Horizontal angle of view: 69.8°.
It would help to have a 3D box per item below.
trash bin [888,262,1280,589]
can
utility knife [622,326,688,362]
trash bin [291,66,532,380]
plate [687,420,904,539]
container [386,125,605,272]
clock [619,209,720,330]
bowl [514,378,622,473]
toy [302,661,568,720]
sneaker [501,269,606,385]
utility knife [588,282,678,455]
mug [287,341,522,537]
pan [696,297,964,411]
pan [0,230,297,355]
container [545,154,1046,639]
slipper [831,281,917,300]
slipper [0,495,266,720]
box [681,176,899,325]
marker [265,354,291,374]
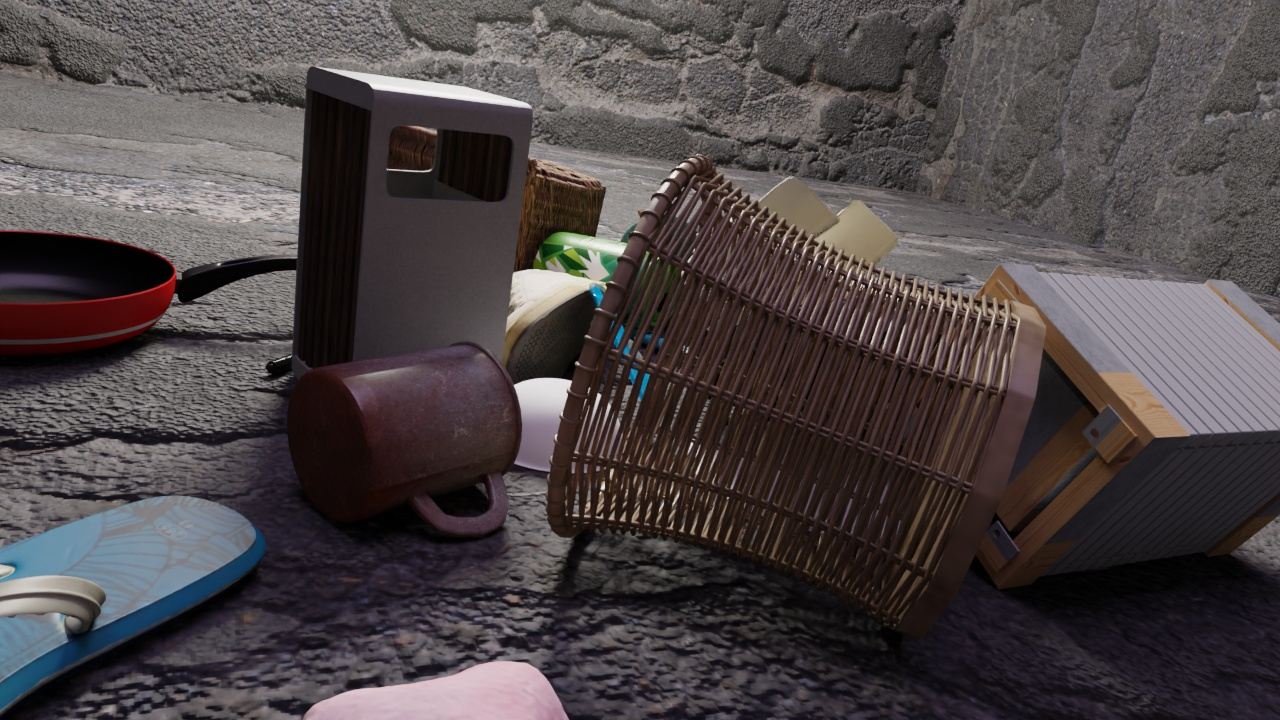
[{"bbox_3d":[0.328,0.041,0.621,0.246,0.143,0.142,0,45,-28],"label":"trash bin"},{"bbox_3d":[-0.036,-0.085,0.969,0.144,0.083,0.082,15,18,33],"label":"can"},{"bbox_3d":[0.014,-0.018,0.924,0.022,0.015,0.118,1,16,-45],"label":"utility knife"},{"bbox_3d":[-0.170,-0.082,0.665,0.114,0.229,0.114,-5,23,-39],"label":"trash bin"},{"bbox_3d":[0.129,0.078,0.684,0.188,0.016,0.188,9,18,-3],"label":"plate"},{"bbox_3d":[-0.176,-0.175,1.080,0.250,0.162,0.182,22,18,31],"label":"container"},{"bbox_3d":[0.046,-0.094,1.009,0.158,0.121,0.073,25,18,23],"label":"clock"},{"bbox_3d":[-0.061,0.039,0.662,0.110,0.041,0.109,9,18,-3],"label":"bowl"},{"bbox_3d":[-0.060,0.142,0.326,0.102,0.050,0.093,0,17,-39],"label":"toy"},{"bbox_3d":[-0.095,-0.042,0.808,0.102,0.089,0.241,22,15,9],"label":"sneaker"},{"bbox_3d":[-0.004,0.004,0.714,0.031,0.015,0.195,31,28,-50],"label":"utility knife"},{"bbox_3d":[-0.129,0.052,0.532,0.110,0.096,0.123,-16,61,-43],"label":"mug"},{"bbox_3d":[0.217,0.004,0.727,0.356,0.034,0.226,3,-17,-16],"label":"pan"},{"bbox_3d":[-0.407,-0.060,0.735,0.355,0.067,0.209,1,20,-27],"label":"pan"},{"bbox_3d":[0.085,0.026,0.509,0.196,0.227,0.226,21,20,11],"label":"container"},{"bbox_3d":[0.199,-0.034,0.839,0.262,0.079,0.111,-2,-19,41],"label":"slipper"},{"bbox_3d":[-0.266,0.098,0.340,0.118,0.060,0.294,13,18,19],"label":"slipper"},{"bbox_3d":[0.142,-0.095,0.912,0.145,0.186,0.065,40,39,-7],"label":"box"},{"bbox_3d":[-0.257,-0.011,0.759,0.011,0.011,0.151,15,18,15],"label":"marker"}]
